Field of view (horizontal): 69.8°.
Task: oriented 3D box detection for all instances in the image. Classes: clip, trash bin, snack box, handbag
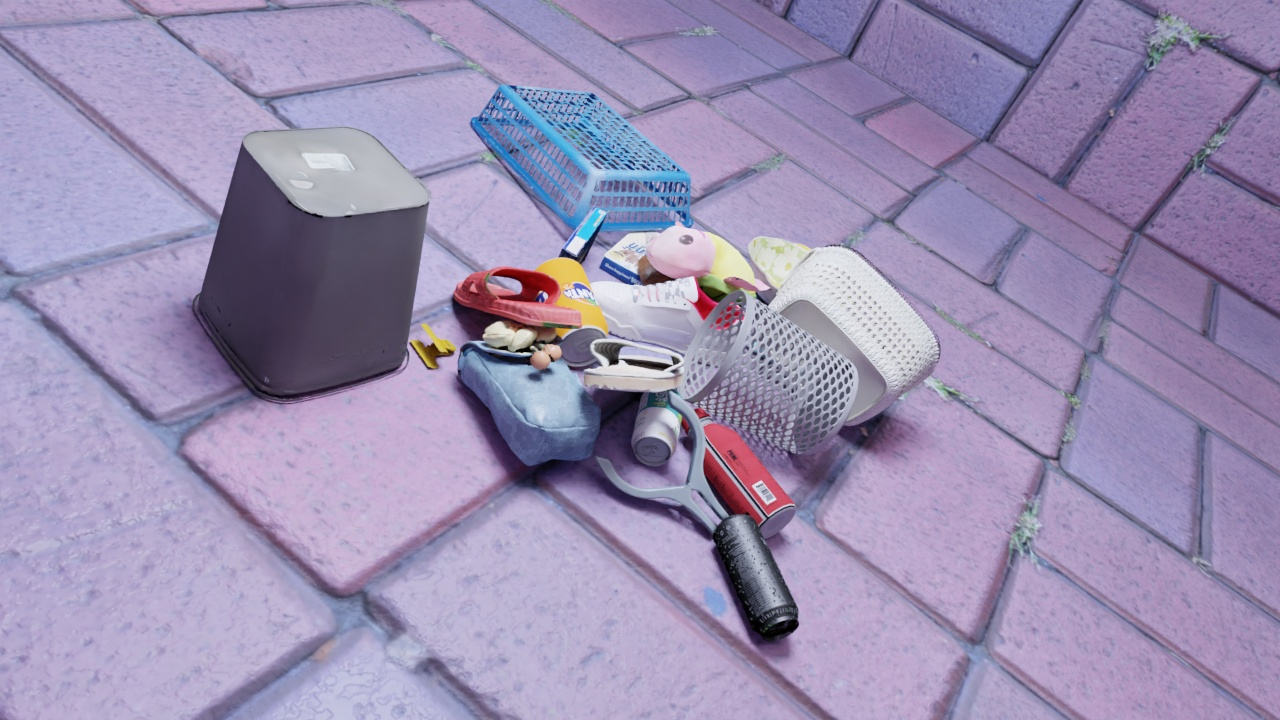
[{"bbox_3d":[0.049,0.101,1.049,0.172,0.164,0.031,29,-9,-5],"label":"clip"},{"bbox_3d":[-0.342,-0.112,0.978,0.196,0.221,0.197,-19,55,-45],"label":"trash bin"},{"bbox_3d":[-0.243,-0.018,1.093,0.046,0.048,0.054,-29,58,-22],"label":"clip"},{"bbox_3d":[-0.093,-0.157,1.318,0.027,0.082,0.149,27,35,-2],"label":"snack box"},{"bbox_3d":[-0.121,0.025,1.036,0.121,0.119,0.192,-1,36,-37],"label":"handbag"},{"bbox_3d":[0.166,0.022,1.181,0.183,0.157,0.156,29,34,-15],"label":"trash bin"},{"bbox_3d":[0.003,-0.162,1.433,0.082,0.026,0.149,32,36,7],"label":"snack box"}]

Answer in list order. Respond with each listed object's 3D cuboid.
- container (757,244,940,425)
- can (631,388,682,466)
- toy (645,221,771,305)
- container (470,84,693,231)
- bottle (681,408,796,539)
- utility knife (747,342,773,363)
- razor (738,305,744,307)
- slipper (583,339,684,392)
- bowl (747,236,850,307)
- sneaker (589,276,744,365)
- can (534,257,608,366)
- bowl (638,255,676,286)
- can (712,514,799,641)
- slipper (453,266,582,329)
[{"bbox_3d":[0.285,-0.029,1.300,0.251,0.185,0.142,47,46,4],"label":"container"},{"bbox_3d":[0.021,0.078,1.114,0.055,0.055,0.101,23,35,-6],"label":"can"},{"bbox_3d":[0.106,-0.137,1.352,0.237,0.088,0.190,15,28,-51],"label":"toy"},{"bbox_3d":[-0.089,-0.349,1.534,0.256,0.089,0.362,-9,44,-40],"label":"container"},{"bbox_3d":[0.110,0.129,1.101,0.062,0.062,0.176,-8,48,-39],"label":"bottle"},{"bbox_3d":[0.188,-0.011,1.368,0.147,0.015,0.022,32,35,3],"label":"utility knife"},{"bbox_3d":[0.126,-0.068,1.400,0.042,0.026,0.105,31,39,2],"label":"razor"},{"bbox_3d":[-0.007,0.006,1.090,0.114,0.054,0.272,11,6,6],"label":"slipper"},{"bbox_3d":[0.250,-0.126,1.513,0.188,0.060,0.218,33,32,8],"label":"bowl"},{"bbox_3d":[0.037,-0.079,1.282,0.236,0.105,0.090,20,36,-9],"label":"sneaker"},{"bbox_3d":[-0.094,-0.065,1.200,0.079,0.079,0.142,5,41,-28],"label":"can"},{"bbox_3d":[0.048,-0.121,1.377,0.114,0.026,0.101,24,44,-33],"label":"bowl"},{"bbox_3d":[0.123,0.230,0.987,0.054,0.054,0.137,5,41,-28],"label":"can"},{"bbox_3d":[-0.148,-0.084,1.121,0.103,0.059,0.249,3,10,-36],"label":"slipper"}]
